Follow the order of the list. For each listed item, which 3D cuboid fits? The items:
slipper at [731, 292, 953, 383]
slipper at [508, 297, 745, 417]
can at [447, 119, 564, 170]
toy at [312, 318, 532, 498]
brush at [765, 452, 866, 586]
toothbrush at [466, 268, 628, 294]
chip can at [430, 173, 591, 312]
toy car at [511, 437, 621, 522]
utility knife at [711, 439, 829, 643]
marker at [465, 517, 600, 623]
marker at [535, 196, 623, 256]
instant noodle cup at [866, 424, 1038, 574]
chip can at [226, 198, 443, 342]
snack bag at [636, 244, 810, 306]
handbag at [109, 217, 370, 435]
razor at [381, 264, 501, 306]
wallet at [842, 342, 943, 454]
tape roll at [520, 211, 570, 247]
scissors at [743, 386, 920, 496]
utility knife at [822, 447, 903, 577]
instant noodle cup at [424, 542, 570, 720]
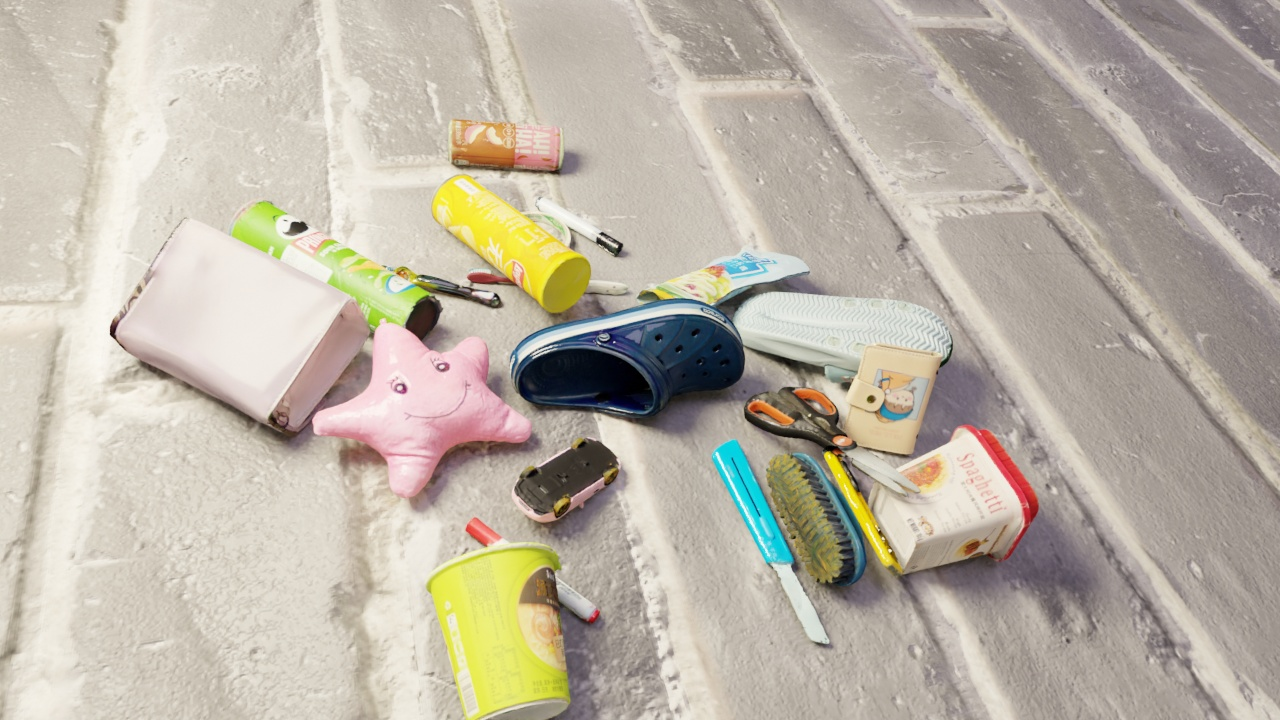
[{"bbox_3d":[0.224,-0.019,1.040,0.246,0.074,0.103,10,46,18],"label":"slipper"},{"bbox_3d":[-0.006,0.005,0.940,0.252,0.105,0.095,-5,43,-13],"label":"slipper"},{"bbox_3d":[-0.175,-0.279,1.190,0.147,0.058,0.057,1,49,-11],"label":"can"},{"bbox_3d":[-0.219,0.037,0.884,0.194,0.075,0.178,-24,72,-32],"label":"toy"},{"bbox_3d":[0.177,0.152,0.889,0.073,0.055,0.143,9,43,-37],"label":"brush"},{"bbox_3d":[-0.107,-0.093,1.069,0.187,0.016,0.017,4,39,-8],"label":"toothbrush"},{"bbox_3d":[-0.151,-0.137,1.041,0.071,0.072,0.213,-31,54,-33],"label":"chip can"},{"bbox_3d":[-0.070,0.116,0.878,0.056,0.037,0.122,41,40,19],"label":"toy car"},{"bbox_3d":[0.124,0.170,0.883,0.034,0.018,0.225,-10,53,-21],"label":"utility knife"},{"bbox_3d":[-0.097,0.187,0.820,0.145,0.017,0.017,32,50,17],"label":"marker"},{"bbox_3d":[-0.077,-0.166,1.138,0.131,0.023,0.018,31,39,19],"label":"marker"},{"bbox_3d":[0.295,0.142,0.890,0.124,0.117,0.116,-17,54,-10],"label":"instant noodle cup"},{"bbox_3d":[-0.328,-0.090,0.981,0.236,0.072,0.072,29,49,13],"label":"chip can"},{"bbox_3d":[0.097,-0.094,1.085,0.190,0.039,0.110,-25,24,-27],"label":"snack bag"},{"bbox_3d":[-0.388,-0.030,0.896,0.197,0.099,0.144,26,65,9],"label":"handbag"},{"bbox_3d":[-0.227,-0.083,1.029,0.142,0.022,0.042,12,50,-2],"label":"razor"},{"bbox_3d":[0.261,0.039,0.968,0.087,0.115,0.024,9,22,-5],"label":"wallet"},{"bbox_3d":[-0.128,-0.149,1.115,0.086,0.014,0.085,6,48,-7],"label":"tape roll"},{"bbox_3d":[0.206,0.073,0.923,0.235,0.022,0.152,18,31,37],"label":"scissors"},{"bbox_3d":[0.216,0.143,0.895,0.033,0.015,0.156,31,28,-48],"label":"utility knife"},{"bbox_3d":[-0.107,0.225,0.732,0.111,0.112,0.123,-7,59,-18],"label":"instant noodle cup"}]
